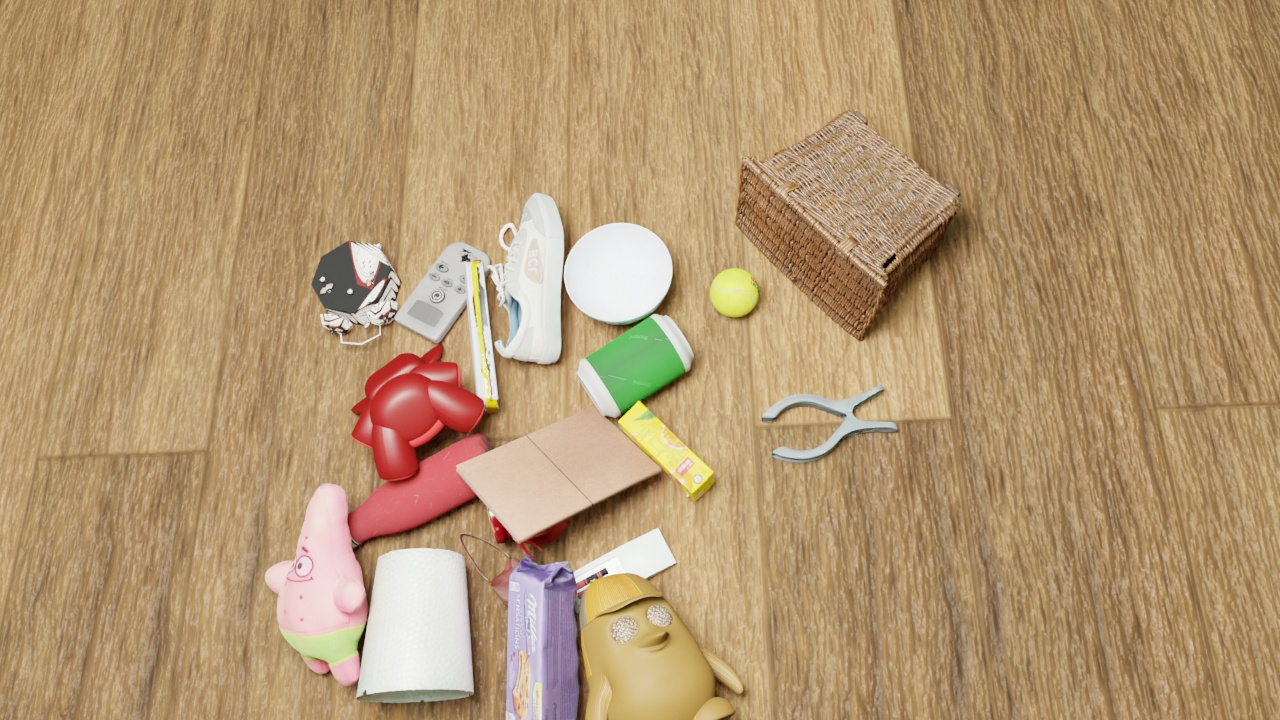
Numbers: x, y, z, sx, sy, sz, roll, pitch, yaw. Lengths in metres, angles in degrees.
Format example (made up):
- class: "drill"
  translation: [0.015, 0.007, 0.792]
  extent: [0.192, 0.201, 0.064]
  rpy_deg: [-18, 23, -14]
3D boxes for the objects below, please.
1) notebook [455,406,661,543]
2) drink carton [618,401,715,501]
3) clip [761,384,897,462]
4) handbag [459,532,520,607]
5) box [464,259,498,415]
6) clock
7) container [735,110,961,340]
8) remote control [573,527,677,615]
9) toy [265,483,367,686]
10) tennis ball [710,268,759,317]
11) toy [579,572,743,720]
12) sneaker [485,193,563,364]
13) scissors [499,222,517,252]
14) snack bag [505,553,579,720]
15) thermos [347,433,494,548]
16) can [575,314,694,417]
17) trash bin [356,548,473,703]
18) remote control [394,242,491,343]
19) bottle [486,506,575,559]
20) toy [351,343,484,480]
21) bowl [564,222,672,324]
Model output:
- class: "notebook"
  translation: [-0.099, 0.134, 1.126]
  extent: [0.208, 0.008, 0.141]
  rpy_deg: [-22, 46, -33]
- class: "drink carton"
  translation: [0.033, 0.117, 1.166]
  extent: [0.043, 0.058, 0.134]
  rpy_deg: [-44, 72, -8]
- class: "clip"
  translation: [0.245, 0.100, 1.167]
  extent: [0.167, 0.028, 0.127]
  rpy_deg: [-11, 71, 3]
- class: "handbag"
  translation: [-0.186, 0.256, 1.159]
  extent: [0.119, 0.029, 0.055]
  rpy_deg: [36, 75, 22]
- class: "box"
  translation: [-0.213, -0.032, 1.233]
  extent: [0.033, 0.064, 0.209]
  rpy_deg: [-6, 77, -11]
- class: "clock"
  translation: [-0.399, -0.095, 1.286]
  extent: [0.115, 0.065, 0.154]
  rpy_deg: [-12, 68, 2]
- class: "container"
  translation: [0.275, -0.190, 1.203]
  extent: [0.183, 0.162, 0.250]
  rpy_deg: [-38, 70, -14]
- class: "remote control"
  translation: [-0.030, 0.262, 1.137]
  extent: [0.143, 0.024, 0.049]
  rpy_deg: [-28, 69, -4]
- class: "toy"
  translation: [-0.381, 0.267, 1.106]
  extent: [0.192, 0.096, 0.236]
  rpy_deg: [-3, 85, 39]
- class: "tennis ball"
  translation: [0.126, -0.091, 1.228]
  extent: [0.065, 0.065, 0.065]
  rpy_deg: [-2, 70, 5]
- class: "toy"
  translation: [0.004, 0.334, 1.043]
  extent: [0.198, 0.163, 0.203]
  rpy_deg: [-12, 58, -29]
- class: "sneaker"
  translation: [-0.158, -0.116, 1.239]
  extent: [0.090, 0.090, 0.242]
  rpy_deg: [4, 76, -22]
- class: "scissors"
  translation: [-0.168, -0.145, 1.307]
  extent: [0.097, 0.012, 0.133]
  rpy_deg: [6, 72, 5]
- class: "snack bag"
  translation: [-0.111, 0.333, 1.068]
  extent: [0.058, 0.097, 0.205]
  rpy_deg: [5, 83, -32]
- class: "thermos"
  translation: [-0.293, 0.177, 1.172]
  extent: [0.240, 0.073, 0.073]
  rpy_deg: [-28, 69, 1]
- class: "can"
  translation: [-0.007, 0.007, 1.195]
  extent: [0.140, 0.088, 0.087]
  rpy_deg: [-33, 70, -6]
- class: "trash bin"
  translation: [-0.264, 0.316, 1.093]
  extent: [0.133, 0.133, 0.161]
  rpy_deg: [-5, 64, 4]
- class: "remote control"
  translation: [-0.275, -0.100, 1.292]
  extent: [0.074, 0.019, 0.150]
  rpy_deg: [26, 70, 15]
- class: "bottle"
  translation: [-0.131, 0.186, 1.139]
  extent: [0.111, 0.099, 0.099]
  rpy_deg: [-13, 69, -6]
- class: "toy"
  translation: [-0.297, 0.057, 1.187]
  extent: [0.158, 0.120, 0.197]
  rpy_deg: [-40, 27, -7]
- class: "bowl"
  translation: [-0.026, -0.105, 1.245]
  extent: [0.144, 0.074, 0.143]
  rpy_deg: [-2, 70, 5]
